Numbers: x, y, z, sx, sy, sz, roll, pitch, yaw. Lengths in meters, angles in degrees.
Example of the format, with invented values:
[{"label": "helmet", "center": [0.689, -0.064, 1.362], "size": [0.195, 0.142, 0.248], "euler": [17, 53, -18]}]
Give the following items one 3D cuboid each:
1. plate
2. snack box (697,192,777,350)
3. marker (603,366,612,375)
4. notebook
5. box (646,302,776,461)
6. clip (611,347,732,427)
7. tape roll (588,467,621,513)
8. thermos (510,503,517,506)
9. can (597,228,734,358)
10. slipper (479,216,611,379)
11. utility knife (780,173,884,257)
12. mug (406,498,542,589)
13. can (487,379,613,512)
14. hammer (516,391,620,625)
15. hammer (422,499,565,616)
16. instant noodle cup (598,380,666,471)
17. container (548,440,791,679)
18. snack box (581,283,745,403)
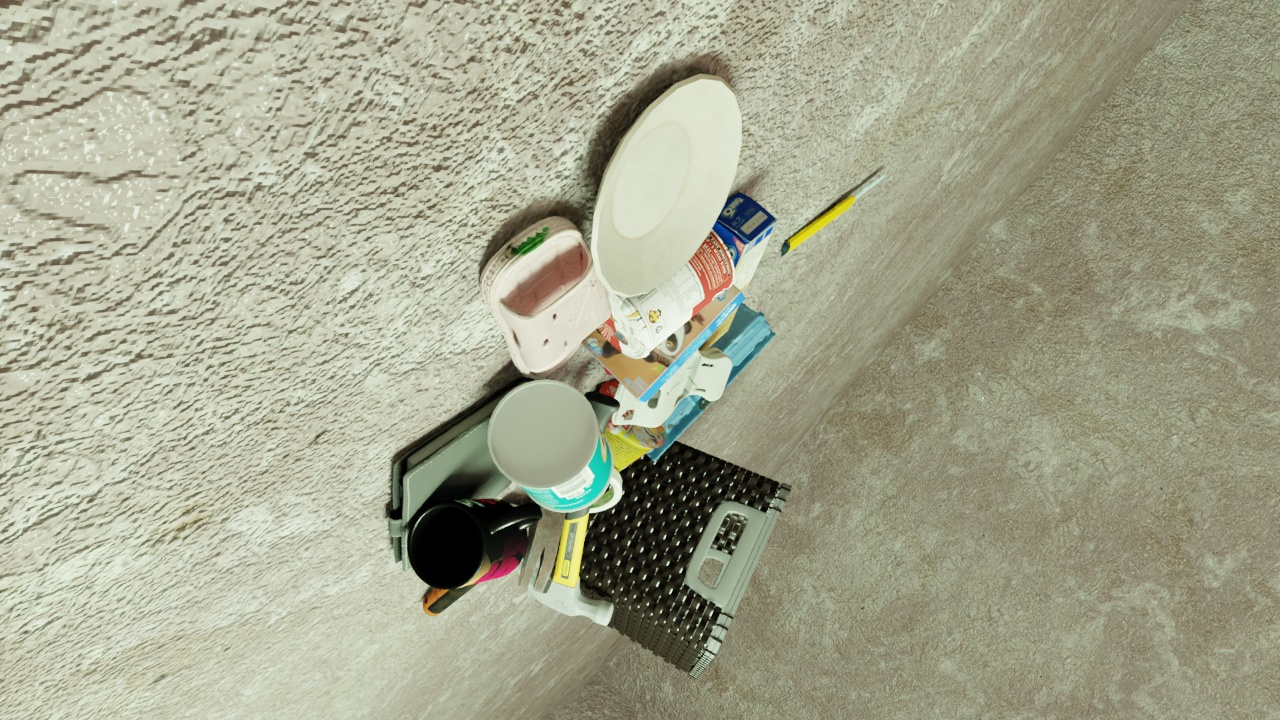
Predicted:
[{"label": "plate", "center": [0.016, -0.142, 0.741], "size": [0.188, 0.027, 0.189], "euler": [-40, 149, -31]}, {"label": "snack box", "center": [0.086, -0.093, 1.022], "size": [0.056, 0.057, 0.207], "euler": [-40, 162, -31]}, {"label": "marker", "center": [-0.006, 0.006, 1.089], "size": [0.023, 0.021, 0.144], "euler": [-43, 165, 18]}, {"label": "notebook", "center": [-0.182, 0.117, 0.919], "size": [0.169, 0.029, 0.210], "euler": [-37, 158, -34]}, {"label": "box", "center": [0.068, 0.022, 1.183], "size": [0.231, 0.093, 0.054], "euler": [-46, 121, -2]}, {"label": "clip", "center": [0.026, 0.005, 1.038], "size": [0.152, 0.099, 0.126], "euler": [-5, 122, -47]}, {"label": "tape roll", "center": [-0.069, 0.149, 1.088], "size": [0.094, 0.018, 0.094], "euler": [-1, 139, -1]}, {"label": "thermos", "center": [-0.145, 0.223, 1.207], "size": [0.052, 0.052, 0.224], "euler": [-45, 163, -4]}, {"label": "can", "center": [0.017, -0.069, 0.853], "size": [0.116, 0.086, 0.087], "euler": [-39, 162, -23]}, {"label": "slipper", "center": [-0.069, -0.035, 0.768], "size": [0.094, 0.064, 0.240], "euler": [-41, 164, -16]}, {"label": "utility knife", "center": [0.268, -0.203, 1.264], "size": [0.216, 0.019, 0.031], "euler": [-33, 166, -22]}, {"label": "mug", "center": [-0.152, 0.169, 0.895], "size": [0.118, 0.082, 0.098], "euler": [-27, 166, 12]}, {"label": "can", "center": [-0.082, 0.086, 0.883], "size": [0.099, 0.099, 0.144], "euler": [-43, 164, -9]}, {"label": "hammer", "center": [-0.072, 0.172, 1.055], "size": [0.029, 0.127, 0.324], "euler": [-62, 166, -57]}, {"label": "hammer", "center": [-0.178, 0.243, 1.059], "size": [0.315, 0.035, 0.137], "euler": [-42, -148, 41]}, {"label": "instant noodle cup", "center": [-0.041, 0.096, 1.107], "size": [0.113, 0.100, 0.100], "euler": [-46, 165, 30]}, {"label": "container", "center": [0.029, 0.255, 1.262], "size": [0.246, 0.244, 0.246], "euler": [-60, 170, -24]}, {"label": "snack box", "center": [0.023, -0.040, 0.934], "size": [0.151, 0.087, 0.034], "euler": [-46, 163, 3]}]
